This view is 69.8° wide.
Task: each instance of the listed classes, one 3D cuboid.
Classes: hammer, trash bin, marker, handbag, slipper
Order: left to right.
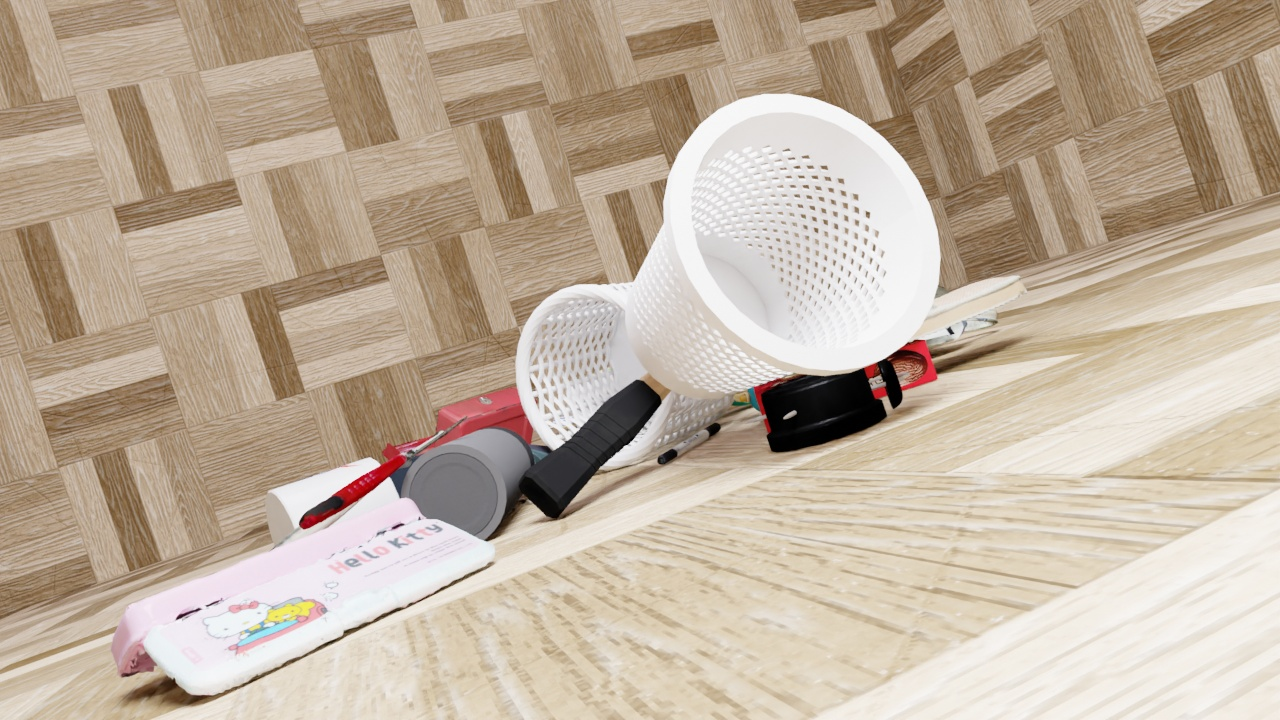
[{"bbox_3d":[0.014,0.023,0.810,0.327,0.131,0.039,-42,-8,-41],"label":"hammer"},{"bbox_3d":[0.050,0.079,0.893,0.011,0.011,0.151,-19,0,26],"label":"marker"},{"bbox_3d":[0.081,-0.059,0.689,0.195,0.195,0.200,-18,-10,-22],"label":"trash bin"},{"bbox_3d":[0.225,-0.040,0.834,0.262,0.052,0.115,-18,1,-13],"label":"slipper"},{"bbox_3d":[0.319,-0.045,1.045,0.176,0.074,0.151,-10,-7,-6],"label":"handbag"}]

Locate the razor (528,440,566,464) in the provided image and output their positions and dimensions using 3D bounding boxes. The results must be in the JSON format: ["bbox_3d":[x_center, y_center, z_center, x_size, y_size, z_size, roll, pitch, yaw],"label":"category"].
[{"bbox_3d":[-0.082,0.107,1.013,0.142,0.052,0.047,-15,-43,-49],"label":"razor"}]

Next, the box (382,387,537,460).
[{"bbox_3d":[-0.253,0.106,1.339,0.156,0.156,0.171,-18,-35,-52],"label":"box"}]

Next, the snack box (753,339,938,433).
[{"bbox_3d":[0.185,0.021,0.860,0.152,0.036,0.132,-19,0,7],"label":"snack box"}]

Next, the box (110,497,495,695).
[{"bbox_3d":[-0.210,0.138,0.575,0.154,0.066,0.200,-19,0,44],"label":"box"}]

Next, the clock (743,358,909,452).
[{"bbox_3d":[0.144,0.030,0.686,0.120,0.042,0.091,-18,0,-20],"label":"clock"}]

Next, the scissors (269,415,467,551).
[{"bbox_3d":[-0.209,0.096,0.702,0.179,0.015,0.185,-39,0,-8],"label":"scissors"}]

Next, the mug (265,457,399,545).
[{"bbox_3d":[-0.271,0.153,0.816,0.090,0.091,0.122,-18,-35,-36],"label":"mug"}]

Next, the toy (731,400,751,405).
[{"bbox_3d":[0.092,0.041,1.144,0.193,0.072,0.130,-10,2,5],"label":"toy"}]

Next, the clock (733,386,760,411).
[{"bbox_3d":[0.165,0.027,0.986,0.130,0.043,0.098,-10,4,30],"label":"clock"}]

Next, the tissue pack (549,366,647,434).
[{"bbox_3d":[-0.066,0.071,1.314,0.141,0.120,0.197,-17,-6,13],"label":"tissue pack"}]

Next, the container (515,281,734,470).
[{"bbox_3d":[-0.006,0.006,1.001,0.190,0.189,0.186,-19,-2,32],"label":"container"}]

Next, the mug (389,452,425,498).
[{"bbox_3d":[-0.239,0.141,0.899,0.105,0.077,0.071,-19,0,34],"label":"mug"}]

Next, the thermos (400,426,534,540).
[{"bbox_3d":[-0.148,0.108,0.832,0.082,0.082,0.240,-18,0,-1],"label":"thermos"}]
